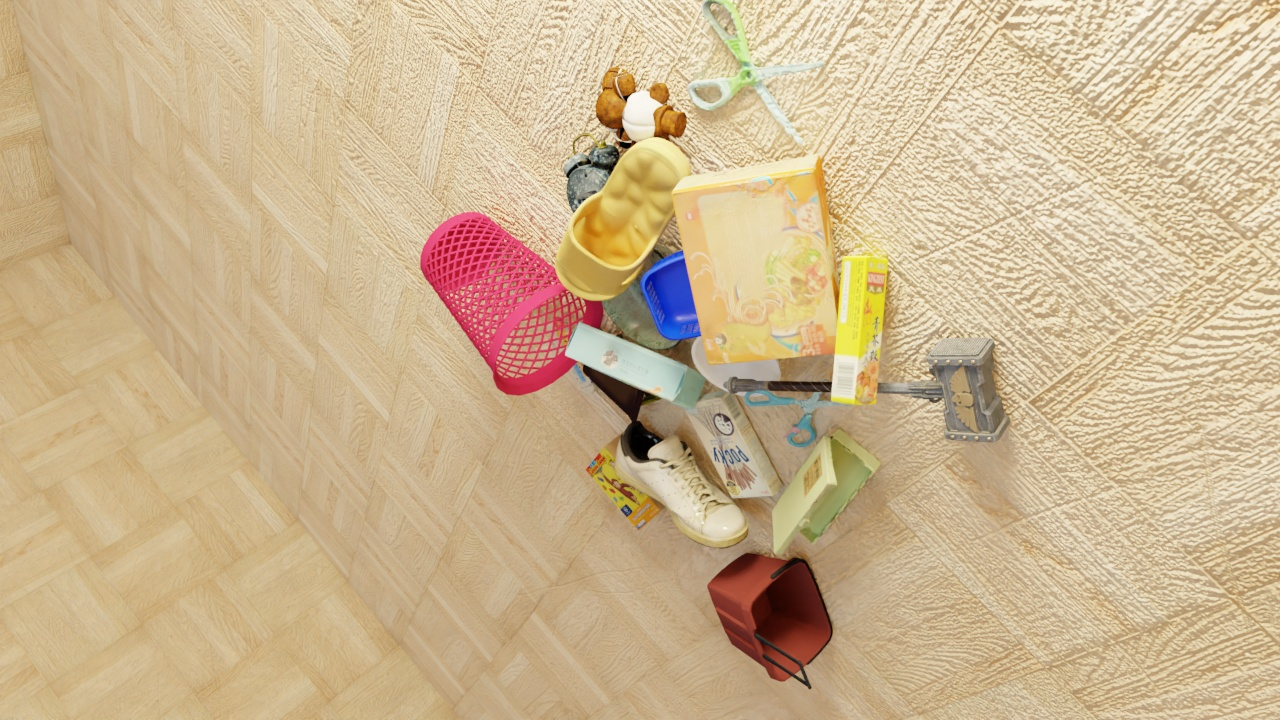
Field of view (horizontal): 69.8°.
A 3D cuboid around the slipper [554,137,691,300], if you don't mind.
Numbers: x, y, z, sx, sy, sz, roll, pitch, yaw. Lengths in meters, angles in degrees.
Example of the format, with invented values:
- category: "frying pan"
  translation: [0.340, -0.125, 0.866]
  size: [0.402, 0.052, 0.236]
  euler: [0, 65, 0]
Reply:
- category: "slipper"
  translation: [-0.031, -0.142, 1.051]
  size: [0.099, 0.078, 0.264]
  euler: [38, 137, -2]

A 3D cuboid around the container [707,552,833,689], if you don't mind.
- category: "container"
  translation: [0.194, 0.348, 1.227]
  size: [0.201, 0.126, 0.148]
  euler: [7, 124, 57]

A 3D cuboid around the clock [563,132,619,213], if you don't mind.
- category: "clock"
  translation: [-0.050, -0.212, 1.113]
  size: [0.090, 0.052, 0.129]
  euler: [-6, 115, 50]

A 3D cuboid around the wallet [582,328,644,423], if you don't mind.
- category: "wallet"
  translation: [-0.036, 0.023, 1.287]
  size: [0.115, 0.018, 0.092]
  euler: [47, 144, 26]

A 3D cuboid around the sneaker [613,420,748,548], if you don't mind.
- category: "sneaker"
  translation: [0.057, 0.160, 1.271]
  size: [0.242, 0.088, 0.102]
  euler: [32, 133, 36]

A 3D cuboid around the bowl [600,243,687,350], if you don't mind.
- category: "bowl"
  translation: [0.010, -0.091, 1.155]
  size: [0.157, 0.038, 0.158]
  euler: [29, 137, 31]

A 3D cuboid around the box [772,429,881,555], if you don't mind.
- category: "box"
  translation: [0.214, 0.161, 1.122]
  size: [0.077, 0.089, 0.188]
  euler: [59, 151, 28]

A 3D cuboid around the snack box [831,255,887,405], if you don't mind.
- category: "snack box"
  translation: [0.219, -0.030, 0.917]
  size: [0.029, 0.040, 0.148]
  euler: [8, 95, 47]

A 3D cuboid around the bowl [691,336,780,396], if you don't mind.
- category: "bowl"
  translation: [0.119, -0.009, 1.088]
  size: [0.110, 0.040, 0.110]
  euler: [19, 143, 14]

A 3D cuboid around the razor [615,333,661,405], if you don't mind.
- category: "razor"
  translation: [-0.008, 0.011, 1.273]
  size: [0.043, 0.026, 0.106]
  euler: [-21, 98, 55]

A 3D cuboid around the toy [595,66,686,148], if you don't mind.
- category: "toy"
  translation: [-0.001, -0.272, 1.009]
  size: [0.113, 0.067, 0.087]
  euler: [19, 132, 26]

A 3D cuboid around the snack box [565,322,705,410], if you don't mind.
- category: "snack box"
  translation: [-0.007, 0.007, 1.195]
  size: [0.175, 0.053, 0.075]
  euler: [22, 177, 26]

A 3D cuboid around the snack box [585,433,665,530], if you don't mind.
- category: "snack box"
  translation: [-0.015, 0.186, 1.402]
  size: [0.126, 0.040, 0.088]
  euler: [48, 143, 8]

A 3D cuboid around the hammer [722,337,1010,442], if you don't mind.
- category: "hammer"
  translation: [0.221, 0.029, 0.987]
  size: [0.323, 0.044, 0.098]
  euler: [0, 118, 42]

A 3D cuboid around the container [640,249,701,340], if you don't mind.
- category: "container"
  translation: [0.067, -0.083, 1.049]
  size: [0.114, 0.058, 0.096]
  euler: [-17, 108, 16]

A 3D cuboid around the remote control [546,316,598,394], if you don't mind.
- category: "remote control"
  translation: [-0.101, -0.008, 1.363]
  size: [0.038, 0.018, 0.125]
  euler: [-23, 98, 53]

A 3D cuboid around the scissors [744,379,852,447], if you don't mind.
- category: "scissors"
  translation: [0.179, 0.053, 1.083]
  size: [0.125, 0.015, 0.136]
  euler: [24, 137, 4]

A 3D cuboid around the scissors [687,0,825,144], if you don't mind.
- category: "scissors"
  translation: [0.109, -0.283, 0.919]
  size: [0.169, 0.023, 0.171]
  euler: [-32, 90, 48]

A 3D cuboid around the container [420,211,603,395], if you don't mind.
- category: "container"
  translation: [-0.193, -0.094, 1.283]
  size: [0.226, 0.182, 0.184]
  euler: [44, 143, 26]

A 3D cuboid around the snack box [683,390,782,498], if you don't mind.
- category: "snack box"
  translation: [0.120, 0.111, 1.205]
  size: [0.082, 0.026, 0.150]
  euler: [-17, 105, 52]

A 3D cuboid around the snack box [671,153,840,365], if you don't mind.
- category: "snack box"
  translation: [0.128, -0.103, 0.950]
  size: [0.145, 0.080, 0.195]
  euler: [-5, 115, 19]
